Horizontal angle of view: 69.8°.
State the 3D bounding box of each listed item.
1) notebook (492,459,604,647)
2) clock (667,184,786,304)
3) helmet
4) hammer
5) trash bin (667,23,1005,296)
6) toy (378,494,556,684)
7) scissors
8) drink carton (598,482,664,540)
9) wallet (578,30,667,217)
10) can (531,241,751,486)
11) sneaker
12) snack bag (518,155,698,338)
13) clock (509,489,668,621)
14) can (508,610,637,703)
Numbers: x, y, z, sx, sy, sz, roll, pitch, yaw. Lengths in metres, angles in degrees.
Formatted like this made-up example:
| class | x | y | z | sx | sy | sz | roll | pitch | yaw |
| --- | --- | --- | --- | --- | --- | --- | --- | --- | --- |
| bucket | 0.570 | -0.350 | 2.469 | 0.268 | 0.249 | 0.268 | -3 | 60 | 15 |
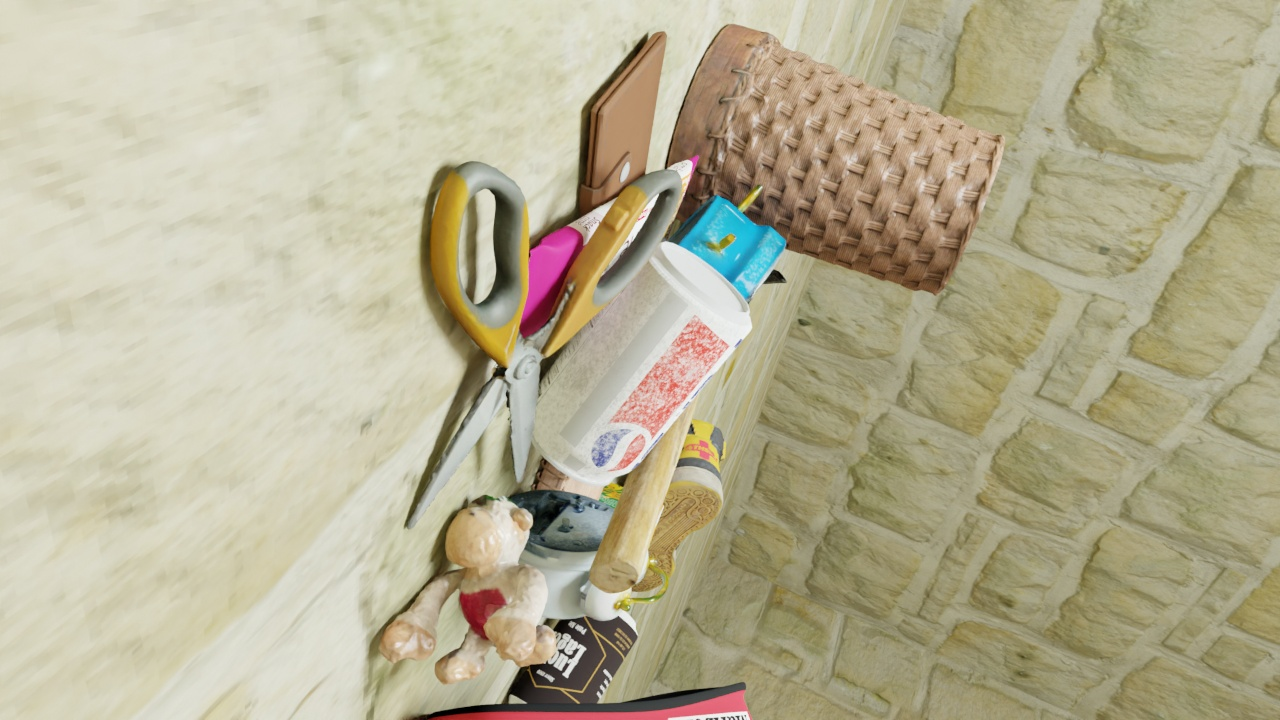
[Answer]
| class | x | y | z | sx | sy | sz | roll | pitch | yaw |
| --- | --- | --- | --- | --- | --- | --- | --- | --- | --- |
| notebook | -0.056 | 0.105 | 0.707 | 0.169 | 0.022 | 0.210 | -7 | 118 | -79 |
| clock | 0.027 | -0.045 | 0.626 | 0.162 | 0.060 | 0.116 | -42 | -169 | 32 |
| helmet | -0.041 | 0.326 | 0.568 | 0.198 | 0.270 | 0.224 | -40 | -130 | 55 |
| hammer | 0.027 | 0.026 | 0.635 | 0.132 | 0.033 | 0.329 | -31 | -159 | 33 |
| trash bin | 0.142 | -0.144 | 0.679 | 0.151 | 0.210 | 0.151 | 23 | 89 | -79 |
| toy | -0.079 | 0.117 | 0.494 | 0.074 | 0.085 | 0.105 | 49 | 36 | -44 |
| scissors | -0.054 | -0.018 | 0.430 | 0.225 | 0.016 | 0.226 | -55 | 158 | -7 |
| drink carton | -0.023 | 0.154 | 0.856 | 0.122 | 0.058 | 0.041 | -21 | 132 | -75 |
| wallet | -0.010 | -0.114 | 0.523 | 0.121 | 0.013 | 0.087 | 101 | 16 | -51 |
| can | -0.003 | 0.003 | 0.540 | 0.136 | 0.078 | 0.078 | -52 | 174 | 20 |
| sneaker | 0.022 | 0.154 | 1.008 | 0.121 | 0.086 | 0.239 | -80 | -163 | -44 |
| snack bag | -0.017 | -0.064 | 0.523 | 0.196 | 0.016 | 0.070 | -42 | 160 | -53 |
| clock | -0.039 | 0.125 | 0.580 | 0.083 | 0.118 | 0.057 | -38 | 141 | -69 |
| can | -0.062 | 0.285 | 0.851 | 0.128 | 0.072 | 0.072 | -54 | 163 | -26 |
